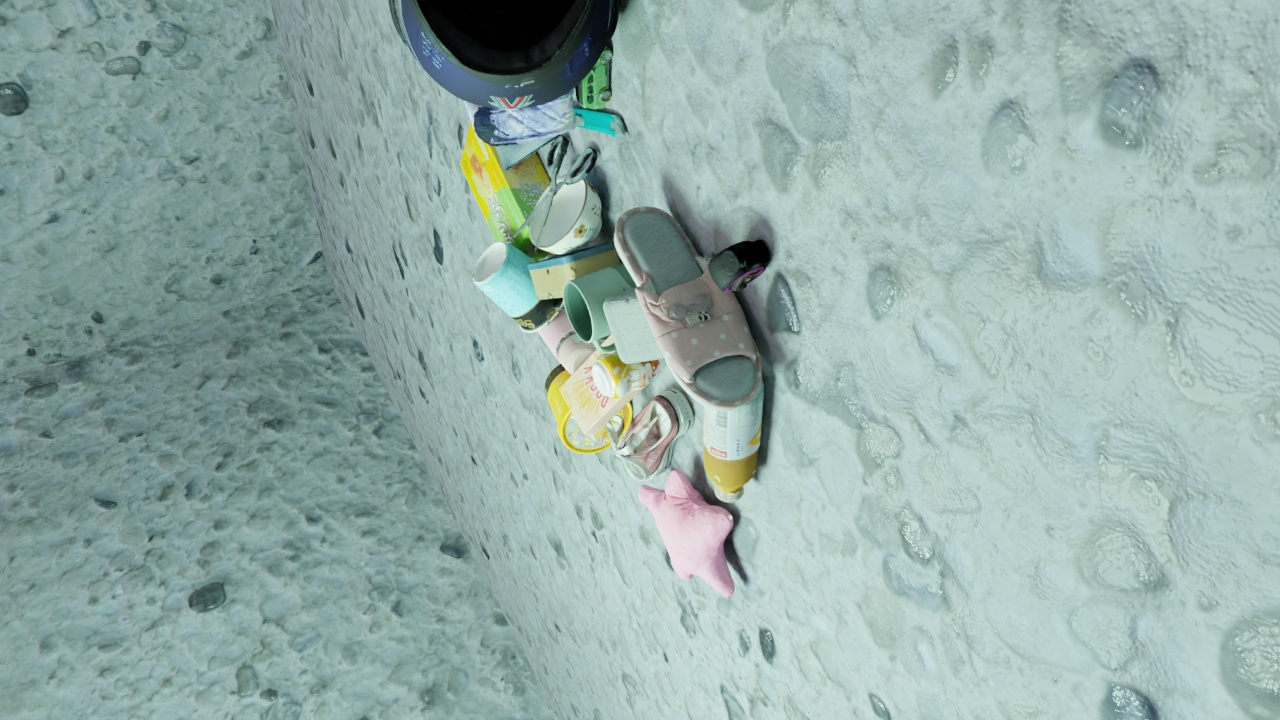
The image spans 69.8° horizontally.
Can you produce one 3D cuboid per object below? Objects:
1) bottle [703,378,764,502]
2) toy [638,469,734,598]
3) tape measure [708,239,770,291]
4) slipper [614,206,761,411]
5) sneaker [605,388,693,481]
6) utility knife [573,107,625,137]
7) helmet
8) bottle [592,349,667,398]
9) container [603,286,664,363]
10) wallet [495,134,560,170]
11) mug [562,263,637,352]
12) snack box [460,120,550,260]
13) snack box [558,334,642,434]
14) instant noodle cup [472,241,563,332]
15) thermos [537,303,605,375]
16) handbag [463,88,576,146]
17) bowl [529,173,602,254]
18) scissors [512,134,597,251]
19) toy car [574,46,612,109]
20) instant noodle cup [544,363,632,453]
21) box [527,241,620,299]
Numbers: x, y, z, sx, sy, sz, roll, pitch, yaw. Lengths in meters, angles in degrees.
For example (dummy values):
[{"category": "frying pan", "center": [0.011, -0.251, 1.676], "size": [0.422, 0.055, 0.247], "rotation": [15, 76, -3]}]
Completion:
[{"category": "bottle", "center": [0.108, 0.090, 1.087], "size": [0.068, 0.067, 0.190], "rotation": [45, 147, 43]}, {"category": "toy", "center": [0.079, 0.243, 1.279], "size": [0.179, 0.074, 0.194], "rotation": [-30, 85, 56]}, {"category": "tape measure", "center": [0.102, -0.097, 0.955], "size": [0.039, 0.057, 0.058], "rotation": [63, 147, 10]}, {"category": "slipper", "center": [0.053, -0.069, 1.024], "size": [0.274, 0.114, 0.055], "rotation": [65, 158, 22]}, {"category": "sneaker", "center": [0.000, 0.117, 1.315], "size": [0.118, 0.087, 0.242], "rotation": [61, 154, 16]}, {"category": "utility knife", "center": [-0.079, -0.315, 1.198], "size": [0.217, 0.013, 0.029], "rotation": [29, 129, 52]}, {"category": "helmet", "center": [-0.147, -0.434, 0.983], "size": [0.240, 0.247, 0.316], "rotation": [-113, 21, -71]}, {"category": "bottle", "center": [-0.007, 0.007, 1.210], "size": [0.063, 0.108, 0.063], "rotation": [48, 151, 38]}, {"category": "container", "center": [0.027, -0.050, 1.119], "size": [0.114, 0.090, 0.090], "rotation": [-2, 109, 62]}, {"category": "wallet", "center": [-0.173, -0.343, 1.321], "size": [0.121, 0.019, 0.097], "rotation": [-22, 91, 38]}, {"category": "mug", "center": [-0.034, -0.067, 1.207], "size": [0.082, 0.106, 0.112], "rotation": [32, 137, 52]}, {"category": "snack box", "center": [-0.204, -0.270, 1.441], "size": [0.210, 0.070, 0.158], "rotation": [64, 156, 9]}, {"category": "snack box", "center": [-0.044, 0.026, 1.303], "size": [0.158, 0.026, 0.084], "rotation": [-45, 63, 26]}, {"category": "instant noodle cup", "center": [-0.189, -0.120, 1.409], "size": [0.120, 0.111, 0.111], "rotation": [37, 177, -37]}, {"category": "thermos", "center": [-0.107, -0.042, 1.427], "size": [0.198, 0.087, 0.067], "rotation": [-133, 31, -53]}, {"category": "handbag", "center": [-0.163, -0.351, 1.169], "size": [0.193, 0.134, 0.076], "rotation": [-116, 17, -46]}, {"category": "bowl", "center": [-0.093, -0.192, 1.257], "size": [0.062, 0.113, 0.113], "rotation": [30, -175, -40]}, {"category": "scissors", "center": [-0.120, -0.234, 1.251], "size": [0.182, 0.014, 0.159], "rotation": [-34, 48, 31]}, {"category": "toy car", "center": [-0.058, -0.349, 1.110], "size": [0.043, 0.036, 0.091], "rotation": [51, 147, 37]}, {"category": "instant noodle cup", "center": [-0.089, 0.066, 1.435], "size": [0.114, 0.118, 0.119], "rotation": [-127, 27, -47]}, {"category": "box", "center": [-0.091, -0.126, 1.304], "size": [0.185, 0.089, 0.060], "rotation": [-2, 107, 63]}]
